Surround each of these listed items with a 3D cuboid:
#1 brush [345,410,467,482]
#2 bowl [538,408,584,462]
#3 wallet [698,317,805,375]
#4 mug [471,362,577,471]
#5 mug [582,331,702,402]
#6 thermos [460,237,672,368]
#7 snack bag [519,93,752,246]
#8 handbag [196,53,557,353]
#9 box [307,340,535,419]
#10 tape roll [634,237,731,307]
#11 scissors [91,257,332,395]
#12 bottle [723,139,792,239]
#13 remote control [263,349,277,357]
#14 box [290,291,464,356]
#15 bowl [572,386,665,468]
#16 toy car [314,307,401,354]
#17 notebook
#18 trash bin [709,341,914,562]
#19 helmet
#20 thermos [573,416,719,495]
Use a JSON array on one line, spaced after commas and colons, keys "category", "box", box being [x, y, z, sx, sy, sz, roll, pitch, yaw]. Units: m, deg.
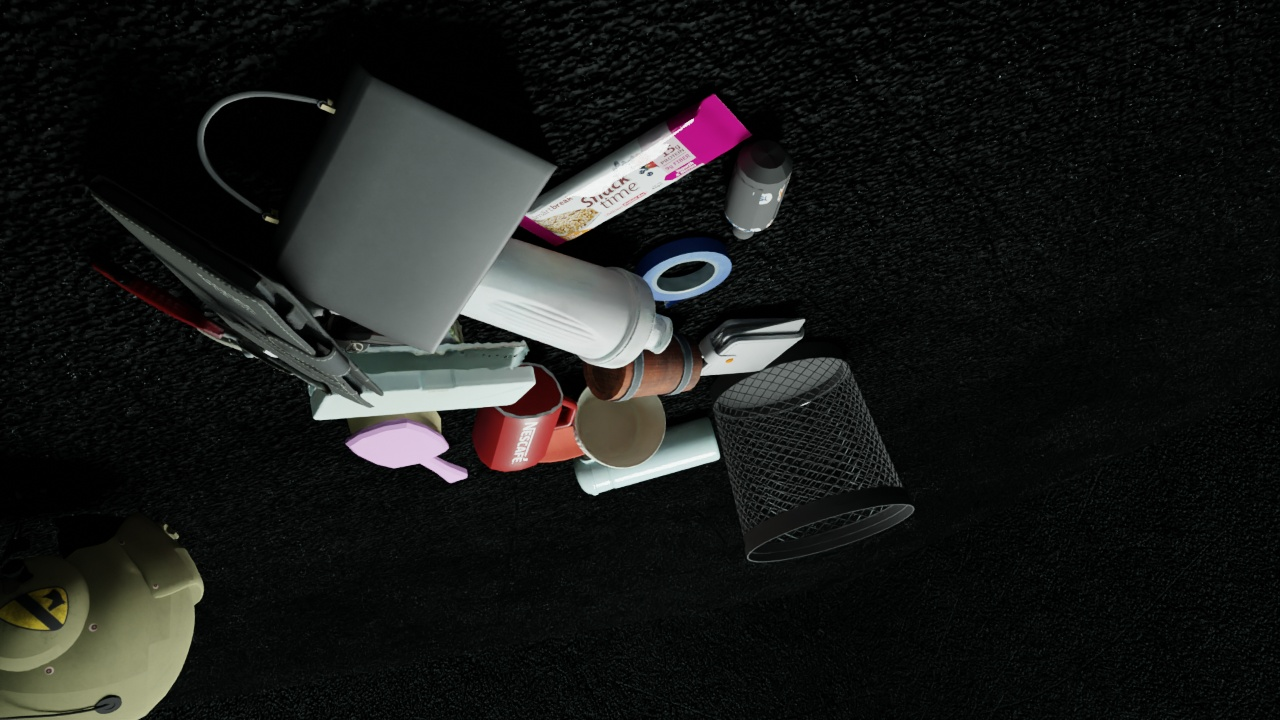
[{"category": "brush", "box": [-0.267, 0.100, 1.100, 0.089, 0.043, 0.229, -18, 157, 7]}, {"category": "bowl", "box": [-0.101, 0.094, 1.199, 0.122, 0.035, 0.122, -13, 157, -6]}, {"category": "wallet", "box": [0.132, -0.023, 1.077, 0.118, 0.037, 0.116, -3, 154, -34]}, {"category": "mug", "box": [-0.125, 0.061, 1.033, 0.116, 0.080, 0.097, -10, 143, -29]}, {"category": "mug", "box": [-0.006, 0.006, 1.021, 0.111, 0.081, 0.118, -1, 171, -38]}, {"category": "thermos", "box": [-0.077, -0.057, 0.819, 0.100, 0.099, 0.220, -32, 146, 34]}, {"category": "snack bag", "box": [-0.010, -0.147, 0.738, 0.197, 0.016, 0.070, -26, 153, 23]}, {"category": "handbag", "box": [-0.189, -0.114, 0.606, 0.195, 0.072, 0.176, 18, 123, -35]}, {"category": "box", "box": [-0.199, 0.022, 0.843, 0.198, 0.067, 0.084, -4, 134, -30]}, {"category": "tape roll", "box": [0.042, -0.088, 0.899, 0.091, 0.016, 0.093, -24, 155, 20]}, {"category": "scissors", "box": [-0.326, -0.023, 0.704, 0.198, 0.015, 0.179, 33, 168, -17]}, {"category": "bottle", "box": [0.097, -0.141, 0.779, 0.047, 0.047, 0.113, -11, 156, -9]}, {"category": "remote control", "box": [-0.301, -0.005, 0.884, 0.028, 0.011, 0.124, -30, 153, 31]}, {"category": "box", "box": [-0.230, -0.047, 0.791, 0.117, 0.050, 0.206, -18, 157, 0]}, {"category": "bowl", "box": [-0.034, 0.078, 1.122, 0.115, 0.115, 0.063, -6, 170, -21]}, {"category": "toy car", "box": [-0.217, -0.023, 0.712, 0.040, 0.037, 0.092, 6, 180, -44]}, {"category": "notebook", "box": [-0.284, -0.038, 0.675, 0.029, 0.169, 0.209, -56, 165, -15]}, {"category": "trash bin", "box": [0.212, 0.120, 1.204, 0.217, 0.227, 0.218, -13, 157, -6]}, {"category": "helmet", "box": [-0.597, 0.267, 0.981, 0.232, 0.255, 0.251, 2, 153, -29]}, {"category": "thermos", "box": [0.008, 0.139, 1.329, 0.207, 0.065, 0.078, -15, 134, 1]}]
